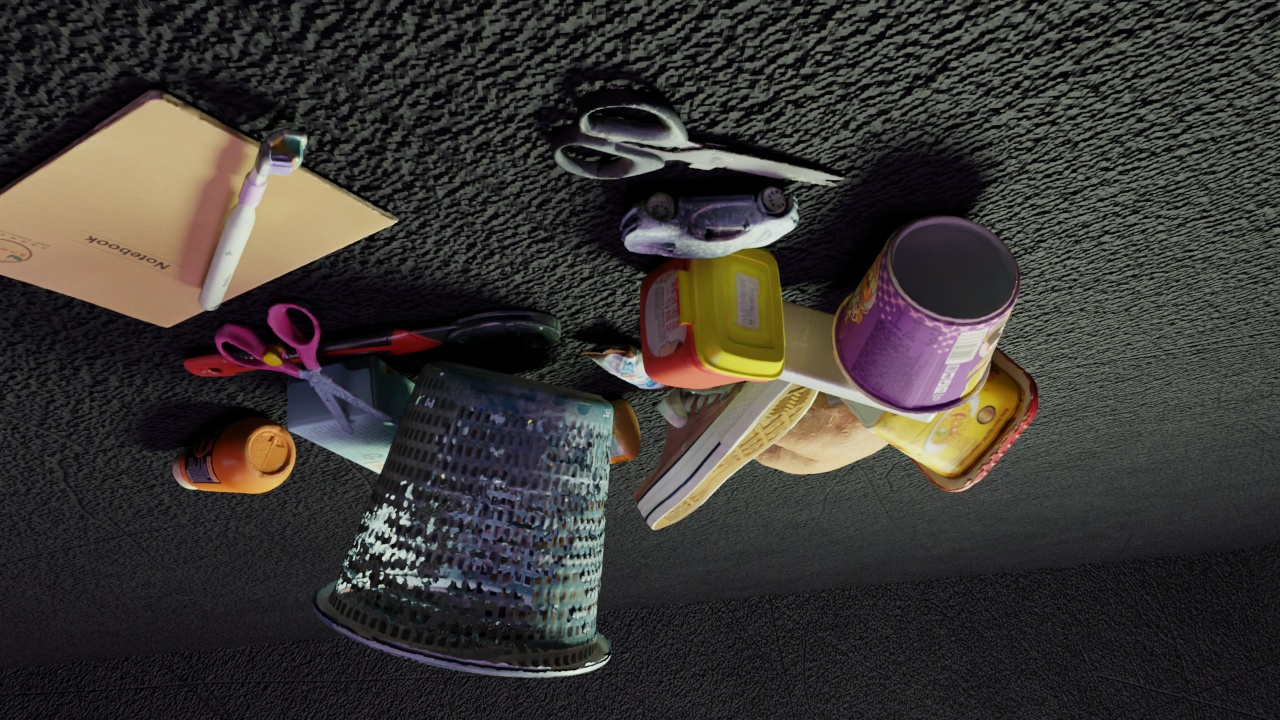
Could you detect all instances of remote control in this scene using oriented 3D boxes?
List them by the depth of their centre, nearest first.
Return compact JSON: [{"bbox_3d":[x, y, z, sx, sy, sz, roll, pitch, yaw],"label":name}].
[{"bbox_3d":[0.143,-0.002,0.652,0.150,0.058,0.021,17,154,8],"label":"remote control"}]

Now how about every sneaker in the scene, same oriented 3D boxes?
[{"bbox_3d":[0.059,0.056,0.802,0.118,0.088,0.242,-13,153,-44],"label":"sneaker"}]

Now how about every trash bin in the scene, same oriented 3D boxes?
[{"bbox_3d":[-0.113,0.108,0.701,0.226,0.195,0.226,12,176,1],"label":"trash bin"}]

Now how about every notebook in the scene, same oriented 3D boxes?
[{"bbox_3d":[-0.262,-0.071,0.505,0.208,0.008,0.147,-17,156,27],"label":"notebook"}]

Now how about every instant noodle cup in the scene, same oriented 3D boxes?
[{"bbox_3d":[0.189,-0.035,0.601,0.111,0.111,0.099,-5,150,-3],"label":"instant noodle cup"},{"bbox_3d":[0.227,0.025,0.732,0.123,0.116,0.116,23,112,-30],"label":"instant noodle cup"}]

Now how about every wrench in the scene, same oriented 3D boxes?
[{"bbox_3d":[-0.195,-0.011,0.668,0.273,0.016,0.056,-6,159,-1],"label":"wrench"}]

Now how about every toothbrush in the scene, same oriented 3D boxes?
[{"bbox_3d":[-0.214,-0.066,0.491,0.020,0.029,0.190,46,141,-10],"label":"toothbrush"}]

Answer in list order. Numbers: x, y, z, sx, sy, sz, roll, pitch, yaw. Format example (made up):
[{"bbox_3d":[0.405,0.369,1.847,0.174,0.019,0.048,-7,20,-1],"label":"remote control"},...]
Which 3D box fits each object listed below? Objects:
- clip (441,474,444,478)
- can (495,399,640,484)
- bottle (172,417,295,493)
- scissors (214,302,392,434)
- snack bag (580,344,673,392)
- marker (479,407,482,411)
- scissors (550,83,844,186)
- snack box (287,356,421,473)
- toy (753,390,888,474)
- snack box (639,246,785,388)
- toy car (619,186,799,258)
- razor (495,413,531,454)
[{"bbox_3d":[-0.214,0.087,0.892,0.095,0.035,0.102,-2,154,-14],"label":"clip"},{"bbox_3d":[-0.075,0.079,0.874,0.146,0.058,0.058,-14,158,19],"label":"can"},{"bbox_3d":[-0.376,0.091,0.827,0.150,0.066,0.066,-12,160,35],"label":"bottle"},{"bbox_3d":[-0.226,0.005,0.643,0.135,0.017,0.108,34,128,-24],"label":"scissors"},{"bbox_3d":[-0.004,0.004,0.743,0.045,0.026,0.105,3,166,32],"label":"snack bag"},{"bbox_3d":[-0.155,0.062,0.864,0.017,0.017,0.146,3,157,-23],"label":"marker"},{"bbox_3d":[0.033,-0.106,0.495,0.133,0.014,0.175,-17,159,24],"label":"scissors"},{"bbox_3d":[-0.217,0.052,0.773,0.074,0.051,0.175,-11,158,9],"label":"snack box"},{"bbox_3d":[0.175,0.071,0.906,0.143,0.082,0.226,-2,162,-2],"label":"toy"},{"bbox_3d":[0.042,-0.027,0.593,0.082,0.091,0.080,10,161,-36],"label":"snack box"},{"bbox_3d":[0.041,-0.077,0.531,0.105,0.031,0.049,-5,171,-7],"label":"toy car"},{"bbox_3d":[-0.144,0.077,0.849,0.133,0.028,0.043,-35,176,36],"label":"razor"}]
